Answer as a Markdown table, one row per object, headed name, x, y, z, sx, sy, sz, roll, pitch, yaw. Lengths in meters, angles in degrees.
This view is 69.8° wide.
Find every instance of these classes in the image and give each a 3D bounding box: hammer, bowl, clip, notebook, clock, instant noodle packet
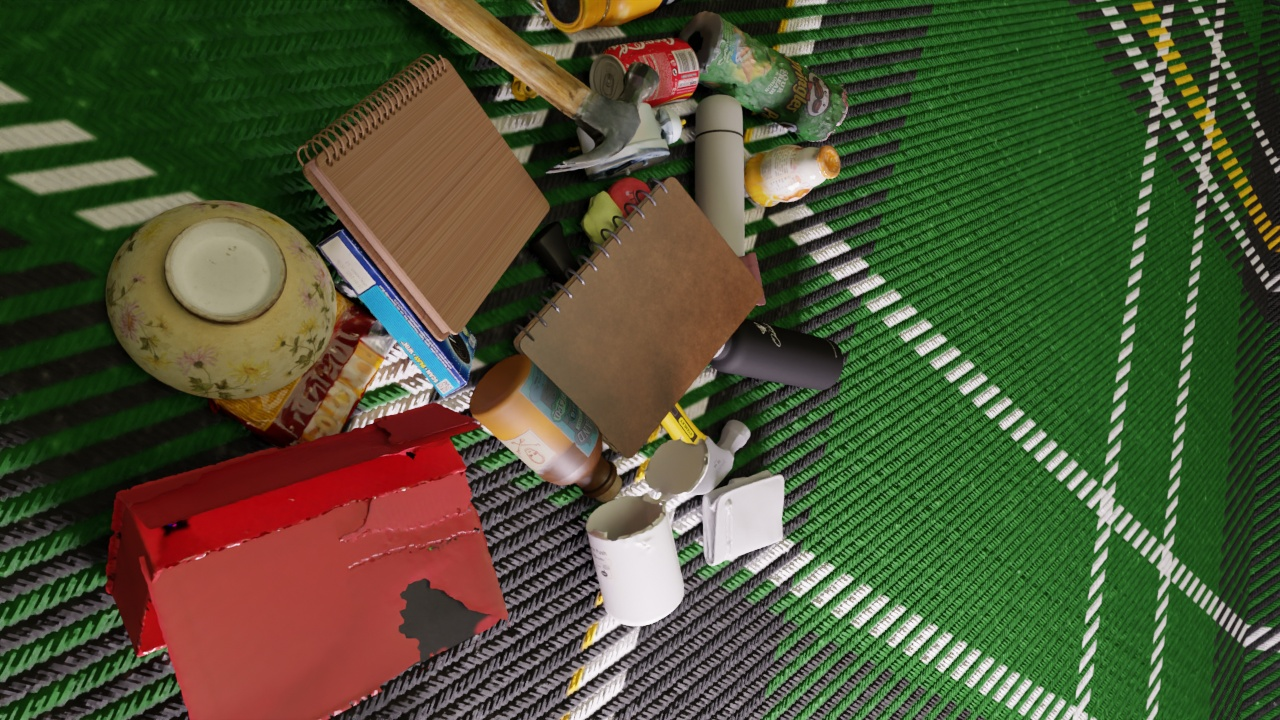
| name | x | y | z | sx | sy | sz | roll | pitch | yaw |
| --- | --- | --- | --- | --- | --- | --- | --- | --- | --- |
| hammer | -0.005 | 0.005 | 0.901 | 0.323 | 0.029 | 0.126 | 54 | 55 | -23 |
| bowl | -0.275 | -0.050 | 0.609 | 0.145 | 0.063 | 0.145 | 6 | 73 | -22 |
| clip | -0.103 | -0.263 | 0.837 | 0.053 | 0.044 | 0.049 | 8 | 56 | -43 |
| notebook | 0.002 | -0.045 | 0.865 | 0.167 | 0.024 | 0.225 | 48 | 70 | -22 |
| notebook | -0.160 | -0.140 | 0.731 | 0.169 | 0.022 | 0.209 | 54 | 34 | -23 |
| hammer | -0.141 | -0.278 | 0.758 | 0.330 | 0.033 | 0.132 | 32 | 74 | -21 |
| clock | -0.008 | -0.210 | 0.882 | 0.117 | 0.083 | 0.057 | -20 | 93 | -40 |
| instant noodle packet | -0.245 | 0.000 | 0.677 | 0.098 | 0.040 | 0.135 | 41 | 62 | -33 |

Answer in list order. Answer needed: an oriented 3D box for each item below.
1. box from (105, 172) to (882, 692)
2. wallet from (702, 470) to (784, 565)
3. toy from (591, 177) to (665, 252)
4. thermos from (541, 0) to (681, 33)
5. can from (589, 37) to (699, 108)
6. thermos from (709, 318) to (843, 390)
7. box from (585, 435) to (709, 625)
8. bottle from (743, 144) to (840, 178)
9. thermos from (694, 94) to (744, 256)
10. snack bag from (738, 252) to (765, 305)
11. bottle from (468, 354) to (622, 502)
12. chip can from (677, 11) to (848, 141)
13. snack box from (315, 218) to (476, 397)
| name | x | y | z | sx | sy | sz | roll | pitch | yaw |
| --- | --- | --- | --- | --- | --- | --- | --- | --- | --- |
| box | -0.116 | 0.068 | 0.474 | 0.214 | 0.513 | 0.141 | -15 | 81 | -42 |
| wallet | 0.109 | 0.167 | 0.987 | 0.116 | 0.032 | 0.086 | -5 | 100 | -44 |
| toy | 0.000 | -0.136 | 0.904 | 0.134 | 0.045 | 0.092 | -24 | 104 | -35 |
| thermos | -0.005 | -0.387 | 0.914 | 0.232 | 0.091 | 0.076 | -37 | 141 | -38 |
| can | 0.004 | -0.283 | 0.910 | 0.104 | 0.064 | 0.064 | -25 | 102 | -41 |
| thermos | 0.127 | -0.011 | 0.996 | 0.231 | 0.061 | 0.061 | 11 | 79 | -41 |
| box | 0.015 | 0.155 | 0.853 | 0.143 | 0.083 | 0.137 | -27 | 116 | -31 |
| bottle | 0.168 | -0.209 | 1.019 | 0.063 | 0.109 | 0.063 | 5 | 82 | -40 |
| thermos | 0.084 | -0.170 | 0.979 | 0.052 | 0.052 | 0.224 | 5 | 82 | -42 |
| snack bag | 0.055 | -0.071 | 0.918 | 0.157 | 0.013 | 0.057 | -13 | 90 | -26 |
| bottle | -0.074 | 0.069 | 0.804 | 0.157 | 0.068 | 0.067 | 47 | 57 | -28 |
| chip can | 0.138 | -0.314 | 1.027 | 0.223 | 0.076 | 0.075 | 12 | 78 | -41 |
| snack box | -0.184 | -0.048 | 0.712 | 0.150 | 0.027 | 0.082 | 54 | 11 | -24 |
